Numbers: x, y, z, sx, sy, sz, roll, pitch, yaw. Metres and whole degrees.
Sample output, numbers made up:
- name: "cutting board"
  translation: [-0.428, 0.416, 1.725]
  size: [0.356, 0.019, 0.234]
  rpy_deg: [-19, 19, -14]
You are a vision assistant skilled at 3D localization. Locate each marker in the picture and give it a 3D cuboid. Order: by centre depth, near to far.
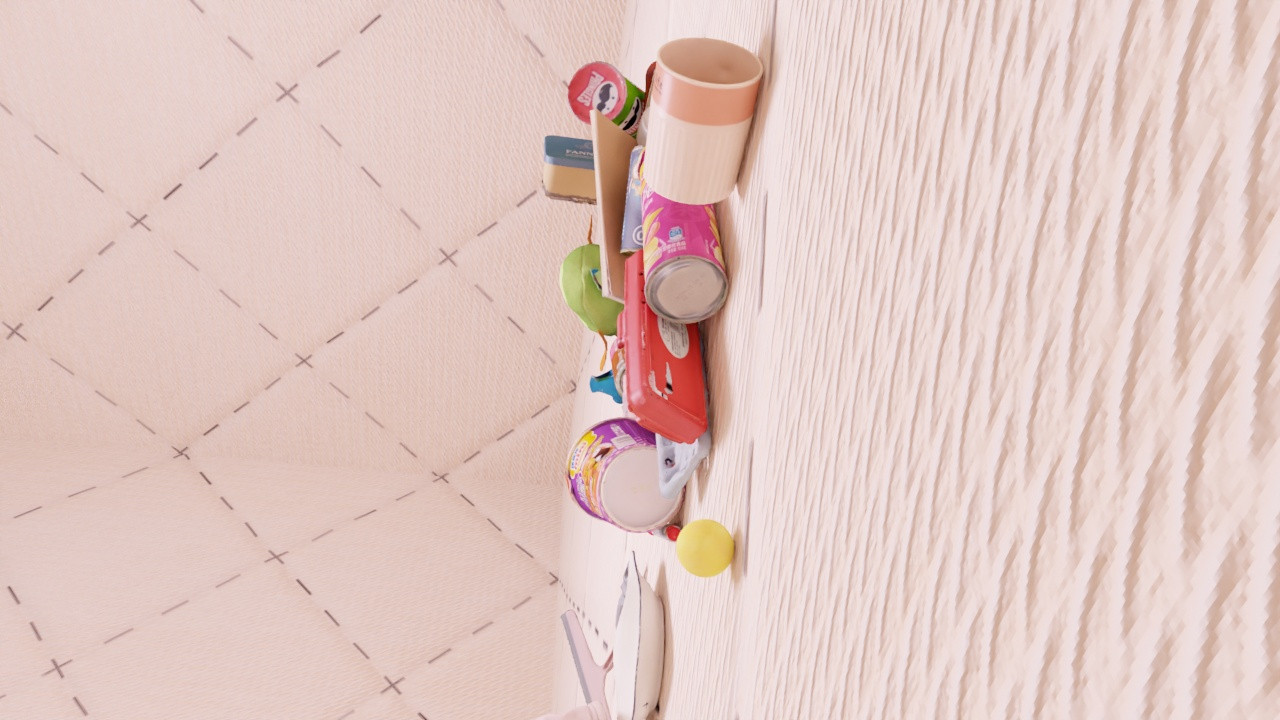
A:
- name: "marker"
  translation: [0.023, 0.170, 0.916]
  size: [0.145, 0.017, 0.017]
  rpy_deg: [133, 143, -79]

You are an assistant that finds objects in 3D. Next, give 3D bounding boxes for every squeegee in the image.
- name: "squeegee"
  translation: [-0.028, 0.333, 1.131]
  size: [0.247, 0.040, 0.250]
  rpy_deg: [-116, 34, -48]

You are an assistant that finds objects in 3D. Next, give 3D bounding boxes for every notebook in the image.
- name: "notebook"
  translation: [-0.008, -0.158, 1.034]
  size: [0.149, 0.012, 0.211]
  rpy_deg: [18, -115, -61]

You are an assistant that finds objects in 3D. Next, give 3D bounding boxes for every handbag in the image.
- name: "handbag"
  translation: [-0.053, 0.475, 0.968]
  size: [0.234, 0.093, 0.193]
  rpy_deg: [82, 174, -63]

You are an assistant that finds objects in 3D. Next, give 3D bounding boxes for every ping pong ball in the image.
- name: "ping pong ball"
  translation: [0.045, 0.130, 0.638]
  size: [0.040, 0.040, 0.040]
  rpy_deg: [-176, 92, -84]

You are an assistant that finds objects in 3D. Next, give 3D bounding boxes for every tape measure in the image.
- name: "tape measure"
  translation: [0.030, -0.250, 1.009]
  size: [0.034, 0.066, 0.065]
  rpy_deg: [112, 163, -53]

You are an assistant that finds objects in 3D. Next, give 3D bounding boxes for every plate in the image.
- name: "plate"
  translation: [-0.001, 0.295, 0.931]
  size: [0.163, 0.034, 0.164]
  rpy_deg: [-96, 12, -61]

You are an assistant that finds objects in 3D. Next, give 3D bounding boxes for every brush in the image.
- name: "brush"
  translation: [-0.037, 0.033, 1.319]
  size: [0.144, 0.073, 0.055]
  rpy_deg: [-163, 72, -84]

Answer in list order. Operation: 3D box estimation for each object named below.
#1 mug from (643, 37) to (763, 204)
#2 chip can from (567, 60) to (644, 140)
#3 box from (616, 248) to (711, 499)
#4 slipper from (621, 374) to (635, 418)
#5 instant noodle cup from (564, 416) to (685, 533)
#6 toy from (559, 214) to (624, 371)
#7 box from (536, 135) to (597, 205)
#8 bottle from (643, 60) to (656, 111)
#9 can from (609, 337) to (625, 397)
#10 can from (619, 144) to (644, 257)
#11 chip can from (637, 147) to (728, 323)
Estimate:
- name: "mug"
  translation: [0.053, -0.198, 0.741]
  size: [0.114, 0.082, 0.106]
  rpy_deg: [-52, -21, -44]
- name: "chip can"
  translation: [-0.020, -0.312, 1.147]
  size: [0.235, 0.072, 0.072]
  rpy_deg: [-18, -64, -74]
- name: "box"
  translation: [0.013, 0.011, 0.816]
  size: [0.098, 0.118, 0.201]
  rpy_deg: [-41, 33, 31]
- name: "slipper"
  translation: [0.009, 0.030, 0.992]
  size: [0.114, 0.054, 0.274]
  rpy_deg: [-110, 27, -75]
- name: "instant noodle cup"
  translation: [-0.009, 0.116, 0.891]
  size: [0.099, 0.111, 0.111]
  rpy_deg: [-159, 75, -74]
- name: "toy"
  translation: [-0.057, -0.095, 1.287]
  size: [0.246, 0.090, 0.226]
  rpy_deg: [43, -144, -75]
- name: "box"
  translation: [-0.046, -0.236, 1.159]
  size: [0.089, 0.184, 0.061]
  rpy_deg: [-103, 23, -56]
- name: "bottle"
  translation: [0.028, -0.250, 1.065]
  size: [0.060, 0.060, 0.205]
  rpy_deg: [115, 160, -72]
- name: "can"
  translation: [-0.007, 0.007, 1.141]
  size: [0.147, 0.058, 0.058]
  rpy_deg: [-108, 25, -75]
- name: "can"
  translation: [0.021, -0.163, 0.965]
  size: [0.075, 0.075, 0.111]
  rpy_deg: [-179, 95, -84]
- name: "chip can"
  translation: [0.035, -0.124, 0.824]
  size: [0.210, 0.071, 0.072]
  rpy_deg: [-92, 10, -50]
